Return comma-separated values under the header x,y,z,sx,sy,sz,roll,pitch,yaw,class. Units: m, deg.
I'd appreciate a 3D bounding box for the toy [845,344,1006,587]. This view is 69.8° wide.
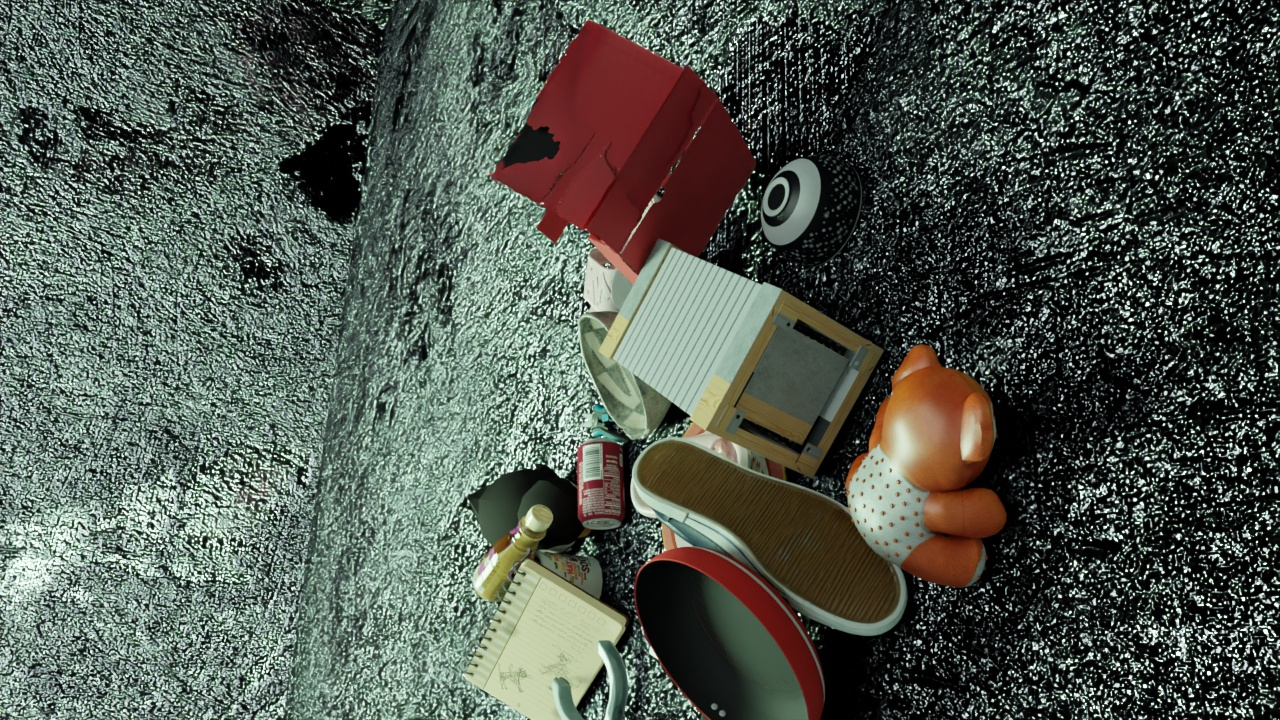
x,y,z,sx,sy,sz,roll,pitch,yaw,class
0.238,0.083,0.761,0.163,0.092,0.173,-122,39,-54,toy

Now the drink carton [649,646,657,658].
x,y,z,sx,sy,sz,roll,pitch,yaw,class
0.059,0.316,1.016,0.123,0.040,0.058,10,87,60,drink carton

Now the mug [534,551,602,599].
x,y,z,sx,sy,sz,roll,pitch,yaw,class
-0.111,0.319,1.258,0.074,0.089,0.105,-8,72,59,mug

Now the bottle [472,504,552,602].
x,y,z,sx,sy,sz,roll,pitch,yaw,class
-0.167,0.254,1.224,0.166,0.059,0.059,-55,36,31,bottle

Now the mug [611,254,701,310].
x,y,z,sx,sy,sz,roll,pitch,yaw,class
0.033,-0.104,1.169,0.122,0.094,0.085,-44,43,43,mug

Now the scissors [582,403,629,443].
x,y,z,sx,sy,sz,roll,pitch,yaw,class
-0.047,0.086,1.310,0.149,0.019,0.122,-57,39,41,scissors

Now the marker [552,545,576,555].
x,y,z,sx,sy,sz,roll,pitch,yaw,class
-0.131,0.299,1.377,0.139,0.016,0.022,-37,72,50,marker

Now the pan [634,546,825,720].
x,y,z,sx,sy,sz,roll,pitch,yaw,class
0.078,0.322,0.888,0.209,0.067,0.357,32,138,34,pan

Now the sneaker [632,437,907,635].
x,y,z,sx,sy,sz,roll,pitch,yaw,class
0.120,0.186,0.886,0.295,0.127,0.120,26,62,36,sneaker

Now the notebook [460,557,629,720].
x,y,z,sx,sy,sz,roll,pitch,yaw,class
-0.134,0.382,1.219,0.226,0.167,0.024,-62,-5,25,notebook

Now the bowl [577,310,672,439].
x,y,z,sx,sy,sz,roll,pitch,yaw,class
-0.007,0.007,1.184,0.178,0.081,0.179,50,157,31,bowl

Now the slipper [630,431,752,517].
x,y,z,sx,sy,sz,roll,pitch,yaw,class
0.053,0.131,1.035,0.222,0.055,0.106,-17,62,55,slipper

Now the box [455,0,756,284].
x,y,z,sx,sy,sz,roll,pitch,yaw,class
-0.014,-0.227,1.010,0.211,0.318,0.121,-58,31,-5,box

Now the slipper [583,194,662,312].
x,y,z,sx,sy,sz,roll,pitch,yaw,class
-0.037,-0.135,1.334,0.240,0.064,0.094,-65,32,18,slipper

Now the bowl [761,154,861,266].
x,y,z,sx,sy,sz,roll,pitch,yaw,class
0.170,-0.167,0.985,0.120,0.066,0.120,-31,53,52,bowl

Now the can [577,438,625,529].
x,y,z,sx,sy,sz,roll,pitch,yaw,class
-0.054,0.167,1.245,0.063,0.063,0.114,-36,49,50,can

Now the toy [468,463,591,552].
x,y,z,sx,sy,sz,roll,pitch,yaw,class
-0.151,0.217,1.311,0.184,0.140,0.158,-12,57,54,toy

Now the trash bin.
x,y,z,sx,sy,sz,roll,pitch,yaw,class
0.094,-0.010,0.954,0.142,0.142,0.247,-62,31,4,trash bin

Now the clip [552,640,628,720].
x,y,z,sx,sy,sz,roll,pitch,yaw,class
-0.070,0.453,1.156,0.159,0.030,0.173,-31,58,36,clip

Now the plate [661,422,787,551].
x,y,z,sx,sy,sz,roll,pitch,yaw,class
0.095,0.161,1.034,0.230,0.021,0.229,-31,53,52,plate
